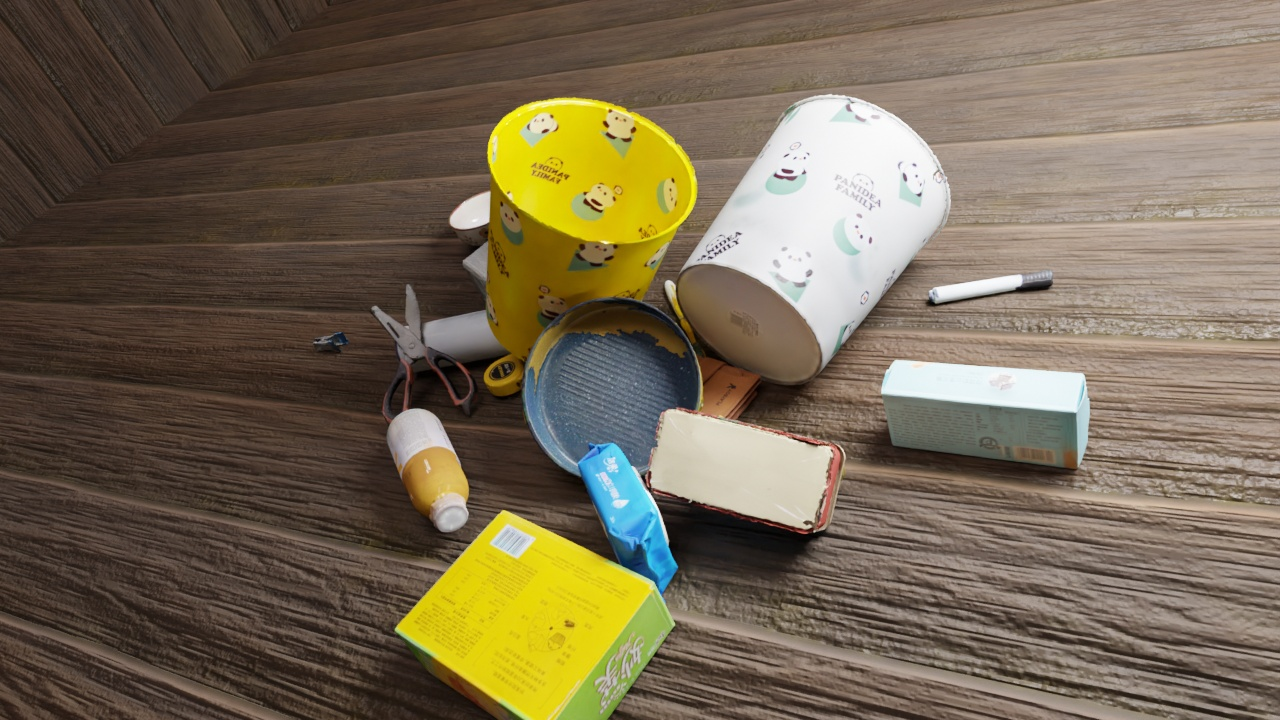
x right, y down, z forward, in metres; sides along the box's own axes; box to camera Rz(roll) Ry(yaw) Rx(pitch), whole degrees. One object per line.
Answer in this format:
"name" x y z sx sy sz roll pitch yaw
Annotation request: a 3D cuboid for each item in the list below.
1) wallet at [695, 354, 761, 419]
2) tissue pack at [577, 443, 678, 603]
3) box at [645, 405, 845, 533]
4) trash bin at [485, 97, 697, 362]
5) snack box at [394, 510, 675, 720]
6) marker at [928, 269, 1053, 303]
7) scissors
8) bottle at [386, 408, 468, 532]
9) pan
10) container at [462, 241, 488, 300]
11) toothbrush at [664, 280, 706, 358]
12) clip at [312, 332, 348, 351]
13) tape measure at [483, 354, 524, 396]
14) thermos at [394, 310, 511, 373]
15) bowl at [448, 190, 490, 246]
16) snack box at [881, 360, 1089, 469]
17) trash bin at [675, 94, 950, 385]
"wallet" 0.058 0.039 1.035 0.132 0.031 0.107 21 56 40
"tissue pack" -0.010 0.153 0.879 0.052 0.095 0.157 -24 37 -8
"box" 0.095 0.098 0.850 0.168 0.080 0.091 12 88 22
"trash bin" -0.078 -0.135 1.082 0.229 0.256 0.229 8 51 -11
"snack box" -0.098 0.243 0.834 0.210 0.070 0.157 16 52 39
"marker" 0.387 -0.081 1.016 0.131 0.018 0.022 -9 26 17
"scissors" -0.292 0.002 1.202 0.189 0.015 0.226 6 73 18
"bottle" -0.241 0.126 1.052 0.068 0.068 0.189 -30 38 -9
"pan" 0.038 0.055 0.946 0.358 0.078 0.197 20 89 16
"container" -0.182 -0.134 1.322 0.114 0.090 0.090 -38 39 -13
"toothbrush" 0.054 -0.054 1.157 0.016 0.018 0.191 -20 37 1
"clip" -0.475 -0.026 1.394 0.058 0.027 0.045 -1 50 27
"tape measure" -0.170 0.022 1.173 0.057 0.029 0.060 -25 37 -4
"thermos" -0.215 -0.035 1.236 0.224 0.073 0.073 -11 39 16
"bowl" -0.245 -0.221 1.478 0.113 0.062 0.113 -14 40 12
"snack box" 0.317 0.048 0.851 0.175 0.074 0.051 5 45 32
"trash bin" 0.183 -0.124 1.020 0.230 0.230 0.251 16 58 40
